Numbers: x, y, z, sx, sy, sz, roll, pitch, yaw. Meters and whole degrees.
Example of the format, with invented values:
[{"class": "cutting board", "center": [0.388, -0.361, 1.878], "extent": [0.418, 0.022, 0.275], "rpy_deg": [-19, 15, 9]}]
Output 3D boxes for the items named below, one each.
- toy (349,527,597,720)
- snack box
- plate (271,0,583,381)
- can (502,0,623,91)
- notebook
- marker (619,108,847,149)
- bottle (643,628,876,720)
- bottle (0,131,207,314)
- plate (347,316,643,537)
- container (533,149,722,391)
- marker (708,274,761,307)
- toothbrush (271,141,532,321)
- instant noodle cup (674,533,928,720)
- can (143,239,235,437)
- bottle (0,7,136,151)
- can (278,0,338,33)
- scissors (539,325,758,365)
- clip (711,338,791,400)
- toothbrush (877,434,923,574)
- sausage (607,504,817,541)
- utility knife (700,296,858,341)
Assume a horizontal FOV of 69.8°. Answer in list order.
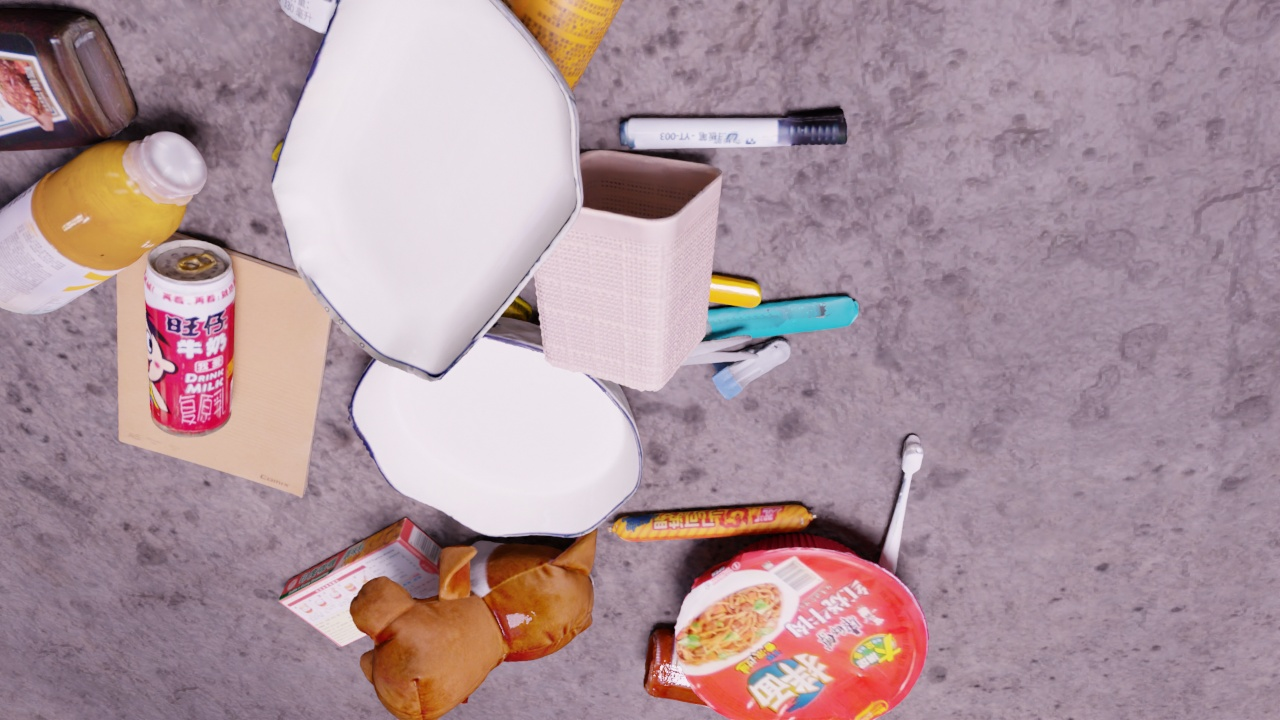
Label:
[{"class": "toy", "center": [-0.122, 0.199, 0.723], "extent": [0.199, 0.130, 0.140], "rpy_deg": [-16, 137, -25]}, {"class": "snack box", "center": [-0.233, 0.196, 0.798], "extent": [0.156, 0.027, 0.077], "rpy_deg": [-29, 119, 25]}, {"class": "plate", "center": [-0.117, -0.093, 0.497], "extent": [0.162, 0.034, 0.267], "rpy_deg": [49, 136, 1]}, {"class": "can", "center": [-0.050, -0.175, 0.482], "extent": [0.058, 0.058, 0.146], "rpy_deg": [28, 125, -14]}, {"class": "notebook", "center": [-0.310, 0.006, 0.676], "extent": [0.149, 0.012, 0.212], "rpy_deg": [18, 126, -7]}, {"class": "marker", "center": [0.053, -0.133, 0.527], "extent": [0.131, 0.018, 0.023], "rpy_deg": [1, 118, 5]}, {"class": "bottle", "center": [0.107, 0.281, 0.803], "extent": [0.206, 0.059, 0.060], "rpy_deg": [11, 127, -2]}, {"class": "bottle", "center": [-0.337, -0.085, 0.560], "extent": [0.190, 0.067, 0.068], "rpy_deg": [-19, 123, 29]}, {"class": "plate", "center": [-0.097, 0.047, 0.648], "extent": [0.205, 0.045, 0.205], "rpy_deg": [7, 132, 8]}, {"class": "container", "center": [-0.009, -0.052, 0.532], "extent": [0.090, 0.090, 0.111], "rpy_deg": [14, 124, 21]}, {"class": "marker", "center": [0.017, -0.052, 0.594], "extent": [0.124, 0.015, 0.018], "rpy_deg": [9, 125, 3]}, {"class": "toothbrush", "center": [-0.150, -0.077, 0.591], "extent": [0.190, 0.016, 0.016], "rpy_deg": [34, 123, -18]}, {"class": "instant noodle cup", "center": [0.125, 0.207, 0.730], "extent": [0.194, 0.065, 0.194], "rpy_deg": [2, 118, 4]}, {"class": "can", "center": [-0.304, -0.013, 0.620], "extent": [0.053, 0.053, 0.133], "rpy_deg": [16, 126, -6]}, {"class": "bottle", "center": [-0.405, -0.163, 0.541], "extent": [0.195, 0.043, 0.080], "rpy_deg": [0, 129, 8]}, {"class": "can", "center": [-0.139, -0.236, 0.446], "extent": [0.058, 0.058, 0.147], "rpy_deg": [19, 126, -7]}, {"class": "scissors", "center": [-0.010, -0.008, 0.620], "extent": [0.174, 0.012, 0.125], "rpy_deg": [-33, 115, 33]}, {"class": "clip", "center": [0.076, 0.001, 0.624], "extent": [0.058, 0.045, 0.027], "rpy_deg": [-26, 119, 17]}, {"class": "toothbrush", "center": [0.196, 0.127, 0.707], "extent": [0.016, 0.016, 0.180], "rpy_deg": [5, 129, 9]}, {"class": "sausage", "center": [0.055, 0.128, 0.717], "extent": [0.165, 0.021, 0.021], "rpy_deg": [-6, 126, 10]}, {"class": "utility knife", "center": [0.067, -0.026, 0.607], "extent": [0.151, 0.012, 0.029], "rpy_deg": [-6, 128, 11]}]
